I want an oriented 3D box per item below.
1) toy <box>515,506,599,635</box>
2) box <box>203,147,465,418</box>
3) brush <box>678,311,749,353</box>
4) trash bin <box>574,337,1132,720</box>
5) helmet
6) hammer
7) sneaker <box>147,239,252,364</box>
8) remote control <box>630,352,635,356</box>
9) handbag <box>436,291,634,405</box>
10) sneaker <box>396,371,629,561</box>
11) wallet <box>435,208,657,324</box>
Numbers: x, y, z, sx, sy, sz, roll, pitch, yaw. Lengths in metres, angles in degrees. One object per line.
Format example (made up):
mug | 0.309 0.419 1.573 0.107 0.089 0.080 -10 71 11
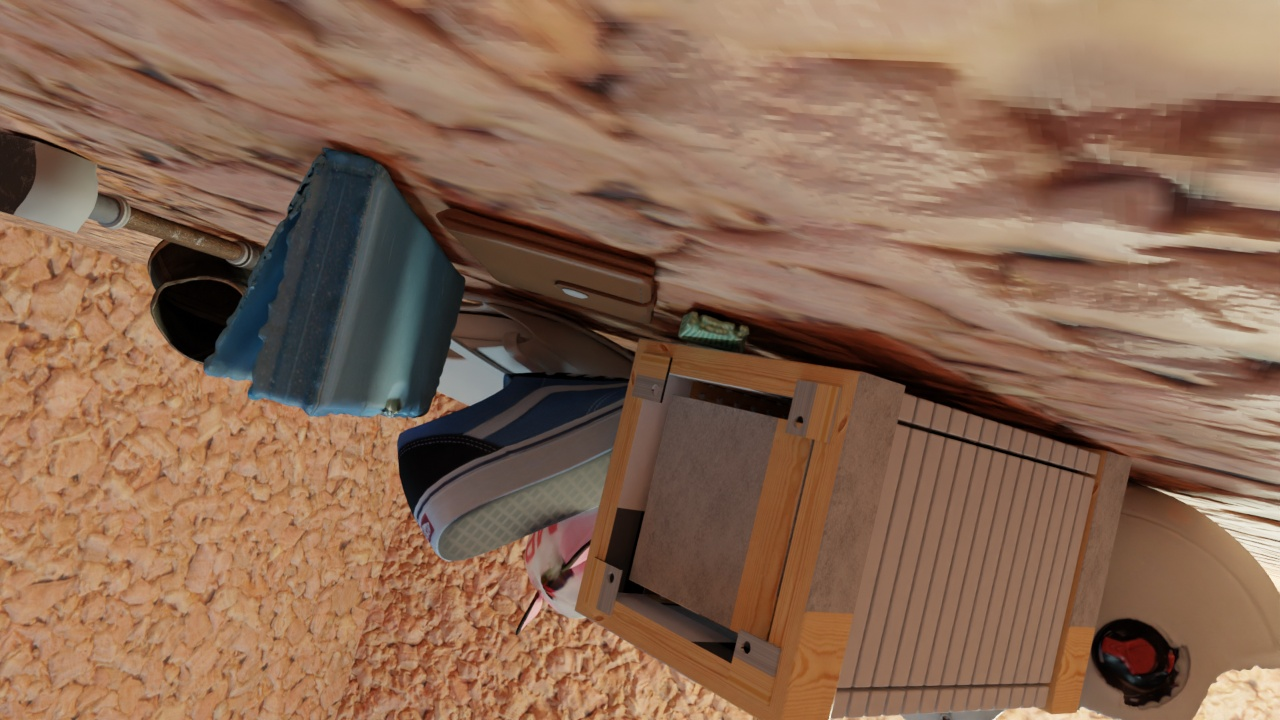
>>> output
toy | -0.004 0.097 0.638 0.084 0.212 0.142 50 136 -2
box | -0.122 -0.021 0.411 0.048 0.093 0.231 13 176 -3
brush | 0.037 -0.009 0.520 0.033 0.012 0.217 16 177 2
trash bin | 0.119 0.090 0.484 0.246 0.142 0.143 15 177 -38
helmet | 0.294 0.161 0.637 0.264 0.163 0.236 -17 163 23
hammer | -0.355 -0.098 0.671 0.156 0.043 0.322 15 178 17
sneaker | -0.325 -0.033 0.837 0.234 0.095 0.120 29 -168 -32
remote control | -0.005 0.005 0.785 0.032 0.015 0.136 13 174 35
handbag | -0.131 -0.007 0.643 0.216 0.095 0.222 6 165 41
sneaker | -0.027 0.028 0.543 0.240 0.084 0.098 -17 -125 -25
wallet | -0.035 -0.037 0.403 0.087 0.013 0.121 16 175 2
